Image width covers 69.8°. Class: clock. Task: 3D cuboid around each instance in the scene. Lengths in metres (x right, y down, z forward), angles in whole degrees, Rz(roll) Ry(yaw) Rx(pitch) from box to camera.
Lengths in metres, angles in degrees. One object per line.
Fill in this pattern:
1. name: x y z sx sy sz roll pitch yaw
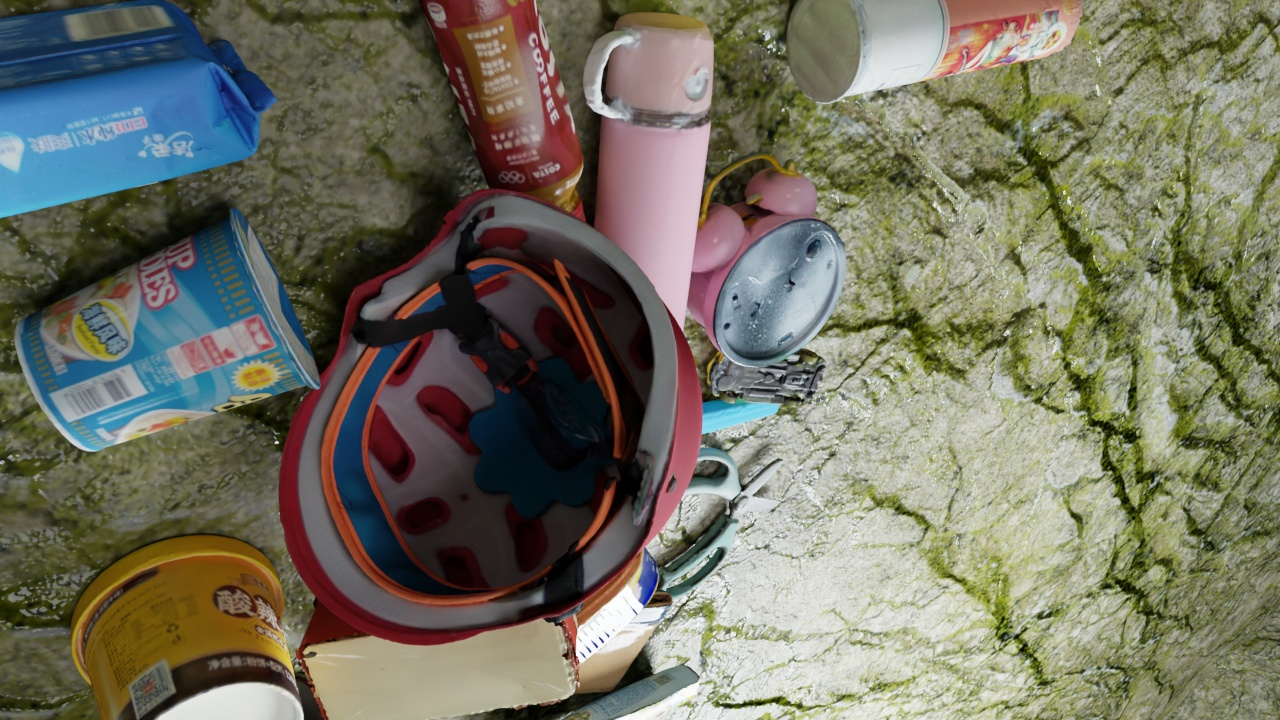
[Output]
1. clock: 0.081 -0.073 0.651 0.117 0.060 0.159 -31 135 -15

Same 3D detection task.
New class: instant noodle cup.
1. instant noodle cup: -0.259 0.182 0.534 0.118 0.114 0.119 -19 128 -26
2. instant noodle cup: -0.228 -0.008 0.446 0.109 0.099 0.099 -24 131 -13

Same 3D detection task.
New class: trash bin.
1. trash bin: -0.268 0.367 0.610 0.198 0.199 0.220 -20 136 -25

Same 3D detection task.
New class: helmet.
1. helmet: -0.069 0.041 0.517 0.240 0.207 0.143 -41 162 12

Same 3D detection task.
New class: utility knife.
1. utility knife: 0.071 0.042 0.751 0.178 0.018 0.034 -10 139 -33

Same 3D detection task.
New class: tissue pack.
1. tissue pack: -0.236 -0.101 0.370 0.156 0.095 0.052 -20 135 -25

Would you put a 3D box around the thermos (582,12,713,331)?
1. thermos: -0.002 -0.104 0.559 0.087 0.067 0.199 -25 134 -38

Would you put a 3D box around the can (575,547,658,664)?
1. can: -0.054 0.190 0.720 0.148 0.074 0.049 -38 137 -9

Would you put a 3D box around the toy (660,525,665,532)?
1. toy: -0.062 0.094 0.639 0.178 0.074 0.195 11 116 -19

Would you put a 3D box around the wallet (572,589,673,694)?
1. wallet: -0.032 0.243 0.798 0.090 0.033 0.115 10 118 -38

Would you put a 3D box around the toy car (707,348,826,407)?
1. toy car: 0.099 0.008 0.740 0.105 0.032 0.048 4 117 -26

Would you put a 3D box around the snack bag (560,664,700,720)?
1. snack bag: -0.042 0.327 0.829 0.190 0.039 0.111 -11 165 -33

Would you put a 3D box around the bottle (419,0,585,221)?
1. bottle: -0.069 -0.141 0.492 0.057 0.057 0.175 -31 133 -16

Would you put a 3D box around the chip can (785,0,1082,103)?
1. chip can: 0.204 -0.229 0.627 0.214 0.071 0.071 -19 129 -27

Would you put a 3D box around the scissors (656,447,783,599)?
1. scissors: 0.051 0.132 0.798 0.170 0.019 0.179 -45 134 0

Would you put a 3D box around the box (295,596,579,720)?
1. box: -0.127 0.188 0.594 0.168 0.077 0.091 -10 116 1
